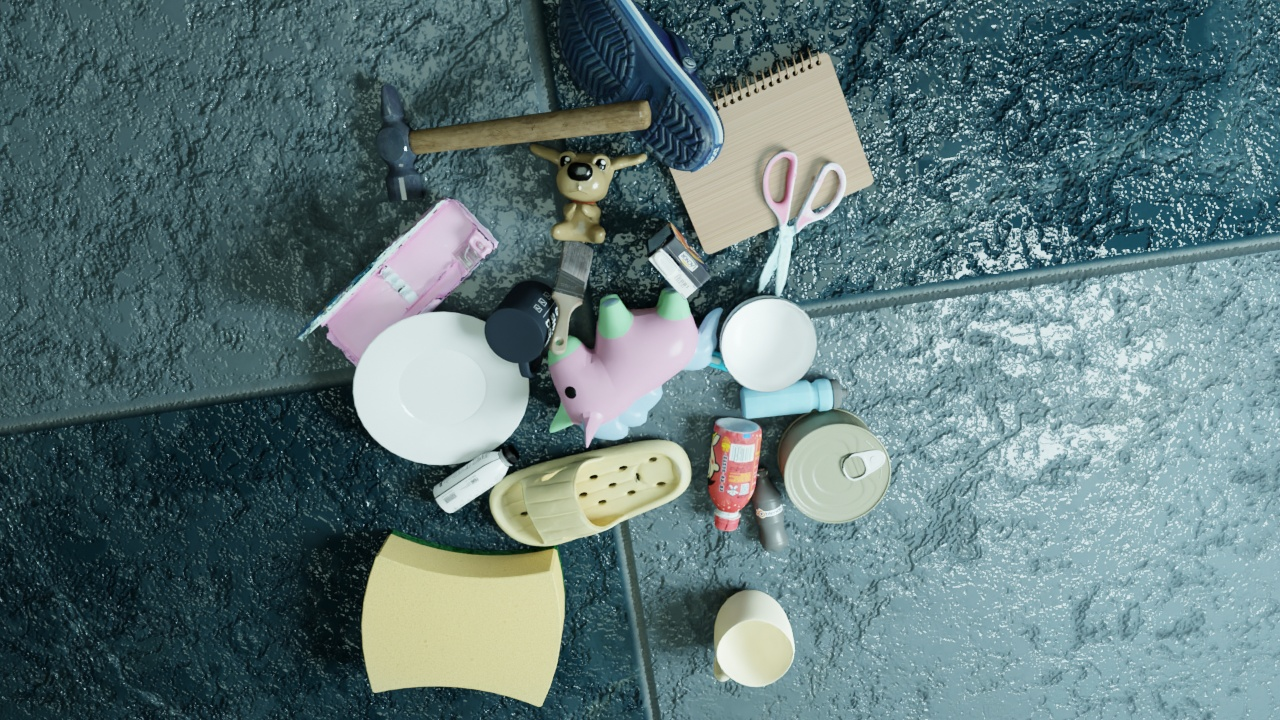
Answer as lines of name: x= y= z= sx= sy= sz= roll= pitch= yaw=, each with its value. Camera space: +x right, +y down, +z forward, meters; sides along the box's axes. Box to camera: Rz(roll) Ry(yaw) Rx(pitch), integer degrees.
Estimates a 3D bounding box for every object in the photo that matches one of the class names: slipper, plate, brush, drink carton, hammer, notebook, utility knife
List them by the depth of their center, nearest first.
slipper: x=0.005 y=-0.314 z=1.001 sx=0.253 sy=0.095 sz=0.105 roll=54 pitch=138 yaw=5
hammer: x=-0.144 y=-0.252 z=1.002 sx=0.322 sy=0.040 sz=0.129 roll=-2 pitch=104 yaw=18
drink carton: x=0.041 y=-0.114 z=1.034 sx=0.040 sy=0.130 sz=0.064 roll=-42 pitch=102 yaw=10
notebook: x=0.140 y=-0.240 z=1.054 sx=0.210 sy=0.022 sz=0.169 roll=-23 pitch=105 yaw=6
brush: x=-0.084 y=-0.075 z=1.061 sx=0.039 sy=0.012 sz=0.151 roll=15 pitch=65 yaw=-10
plate: x=-0.241 y=0.035 z=1.118 sx=0.208 sy=0.015 sz=0.209 roll=-5 pitch=117 yaw=-10
utility knife: x=0.119 y=0.010 z=1.128 sx=0.124 sy=0.015 sz=0.022 roll=20 pitch=106 yaw=-8
slipper: x=-0.062 y=0.174 z=1.143 sx=0.261 sy=0.079 sz=0.111 roll=-18 pitch=108 yaw=4
brush: x=-0.225 y=0.332 z=1.186 sx=0.250 sy=0.075 sz=0.195 roll=5 pitch=105 yaw=-1

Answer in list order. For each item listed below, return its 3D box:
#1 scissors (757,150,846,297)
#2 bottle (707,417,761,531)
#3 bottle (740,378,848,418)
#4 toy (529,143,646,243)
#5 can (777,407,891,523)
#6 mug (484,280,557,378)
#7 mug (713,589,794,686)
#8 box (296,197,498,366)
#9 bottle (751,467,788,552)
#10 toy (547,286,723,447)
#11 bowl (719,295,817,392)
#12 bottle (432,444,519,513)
scissors: x=0.187 y=-0.150 z=1.064 sx=0.105 sy=0.016 sz=0.179 roll=4 pitch=107 yaw=-2
bottle: x=0.114 y=0.144 z=1.140 sx=0.062 sy=0.062 sz=0.138 roll=6 pitch=105 yaw=-2
bottle: x=0.189 y=0.045 z=1.124 sx=0.130 sy=0.040 sz=0.040 roll=-6 pitch=105 yaw=2
toy: x=-0.065 y=-0.188 z=1.036 sx=0.134 sy=0.105 sz=0.108 roll=6 pitch=94 yaw=2
can: x=0.235 y=0.127 z=1.129 sx=0.128 sy=0.073 sz=0.128 roll=0 pitch=105 yaw=0
mug: x=-0.133 y=-0.031 z=1.078 sx=0.071 sy=0.077 sz=0.105 roll=2 pitch=119 yaw=14
mug: x=0.136 y=0.356 z=1.180 sx=0.096 sy=0.099 sz=0.120 roll=40 pitch=104 yaw=-8
box: x=-0.277 y=-0.080 z=1.056 sx=0.231 sy=0.105 sz=0.086 roll=-42 pitch=101 yaw=11
bottle: x=0.163 y=0.189 z=1.166 sx=0.036 sy=0.036 sz=0.110 roll=-11 pitch=105 yaw=3
toy: x=-0.006 y=0.006 z=1.083 sx=0.222 sy=0.120 sz=0.171 roll=-8 pitch=101 yaw=-3
bowl: x=0.148 y=-0.024 z=1.092 sx=0.113 sy=0.063 sz=0.113 roll=0 pitch=104 yaw=-1
bottle: x=-0.204 y=0.145 z=1.152 sx=0.116 sy=0.041 sz=0.041 roll=-34 pitch=103 yaw=9
